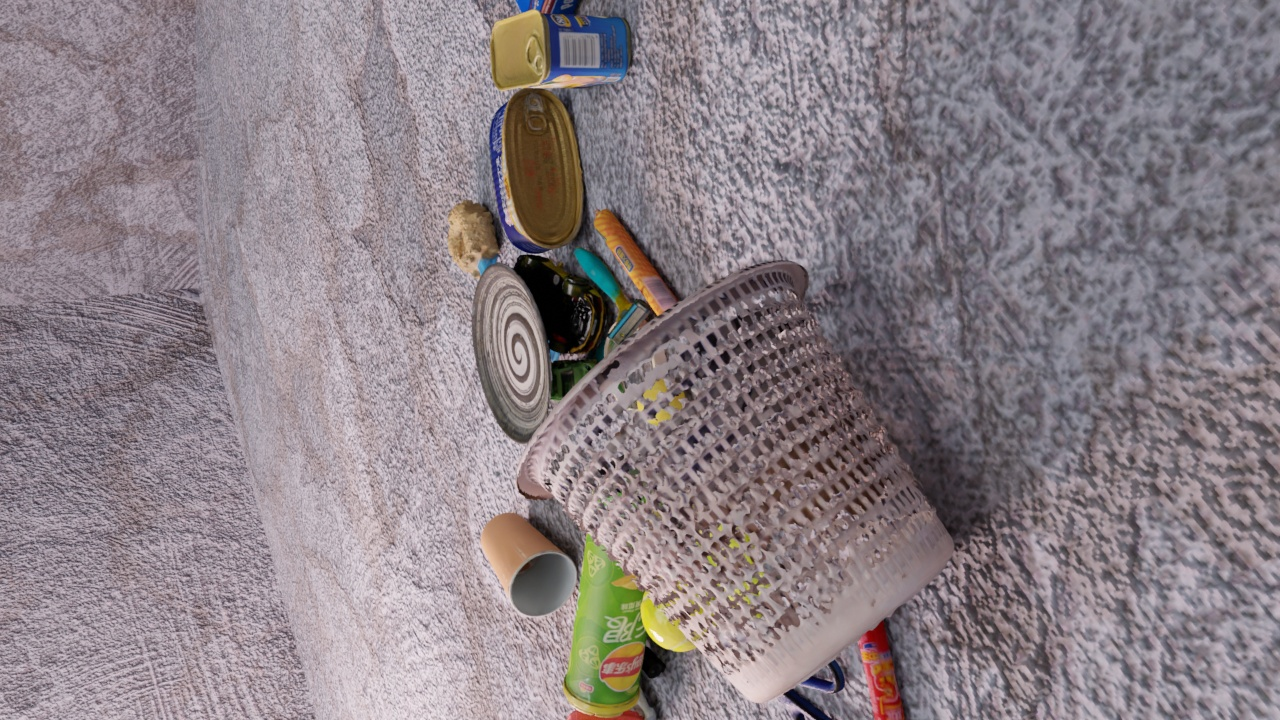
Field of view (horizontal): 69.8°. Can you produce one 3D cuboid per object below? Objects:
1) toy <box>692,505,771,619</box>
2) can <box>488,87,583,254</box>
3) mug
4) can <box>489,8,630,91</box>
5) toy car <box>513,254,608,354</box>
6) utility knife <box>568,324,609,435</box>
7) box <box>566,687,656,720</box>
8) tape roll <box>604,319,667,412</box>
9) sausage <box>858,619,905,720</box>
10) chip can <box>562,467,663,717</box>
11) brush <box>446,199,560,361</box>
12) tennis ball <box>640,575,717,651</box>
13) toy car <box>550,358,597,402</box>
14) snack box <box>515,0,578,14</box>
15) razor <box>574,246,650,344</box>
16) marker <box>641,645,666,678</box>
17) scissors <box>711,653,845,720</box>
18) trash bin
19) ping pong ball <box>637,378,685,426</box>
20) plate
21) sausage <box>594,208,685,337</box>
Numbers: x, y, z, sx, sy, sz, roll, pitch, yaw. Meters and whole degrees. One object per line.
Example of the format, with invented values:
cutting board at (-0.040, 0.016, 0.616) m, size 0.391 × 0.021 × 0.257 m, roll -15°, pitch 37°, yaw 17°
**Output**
toy at (0.070, 0.149, 0.718) m, size 0.097 × 0.031 × 0.100 m, roll 7°, pitch 109°, yaw 57°
can at (-0.098, -0.175, 0.855) m, size 0.049 × 0.074 × 0.148 m, roll -4°, pitch 94°, yaw 62°
mug at (-0.130, 0.220, 1.021) m, size 0.123 × 0.078 × 0.078 m, roll 32°, pitch 125°, yaw 57°
can at (-0.068, -0.259, 0.774) m, size 0.102 × 0.083 × 0.057 m, roll 16°, pitch 112°, yaw 55°
toy car at (-0.084, -0.058, 0.890) m, size 0.156 × 0.041 × 0.071 m, roll 33°, pitch 113°, yaw 49°
utility knife at (-0.056, 0.023, 0.900) m, size 0.029 × 0.013 × 0.165 m, roll 59°, pitch 142°, yaw 29°
box at (-0.047, 0.381, 0.944) m, size 0.098 × 0.095 × 0.202 m, roll -89°, pitch 15°, yaw -46°
tape roll at (-0.005, 0.005, 0.813) m, size 0.086 × 0.013 × 0.086 m, roll 22°, pitch 116°, yaw 54°
sausage at (0.161, 0.221, 0.605) m, size 0.020 × 0.020 × 0.156 m, roll -16°, pitch 85°, yaw 58°
chip can at (-0.021, 0.201, 0.816) m, size 0.073 × 0.072 × 0.221 m, roll 27°, pitch 113°, yaw 52°
brush at (-0.148, -0.086, 0.999) m, size 0.254 × 0.045 × 0.083 m, roll 49°, pitch 133°, yaw 34°
tennis ball at (0.033, 0.207, 0.762) m, size 0.065 × 0.065 × 0.065 m, roll 23°, pitch 117°, yaw 54°
toy car at (-0.070, 0.021, 0.878) m, size 0.091 × 0.036 × 0.043 m, roll -3°, pitch 91°, yaw 53°
snack box at (-0.098, -0.374, 0.842) m, size 0.157 × 0.026 × 0.085 m, roll 65°, pitch 146°, yaw 22°
razor at (-0.030, -0.065, 0.814) m, size 0.043 × 0.028 × 0.132 m, roll -53°, pitch 41°, yaw 16°
marker at (-0.019, 0.263, 0.901) m, size 0.132 × 0.022 × 0.020 m, roll 36°, pitch 117°, yaw 50°
scissors at (0.103, 0.238, 0.711) m, size 0.171 × 0.012 × 0.141 m, roll 47°, pitch 137°, yaw 43°
trash bin at (0.069, 0.083, 0.555) m, size 0.192 × 0.226 × 0.228 m, roll 52°, pitch 140°, yaw 18°
ping pong ball at (0.017, 0.034, 0.760) m, size 0.040 × 0.040 × 0.040 m, roll 23°, pitch 117°, yaw 54°
plate at (-0.120, -0.008, 0.891) m, size 0.179 × 0.024 × 0.179 m, roll 26°, pitch 121°, yaw 53°
sausage at (-0.001, -0.077, 0.776) m, size 0.165 × 0.021 × 0.022 m, roll 56°, pitch 141°, yaw 33°
